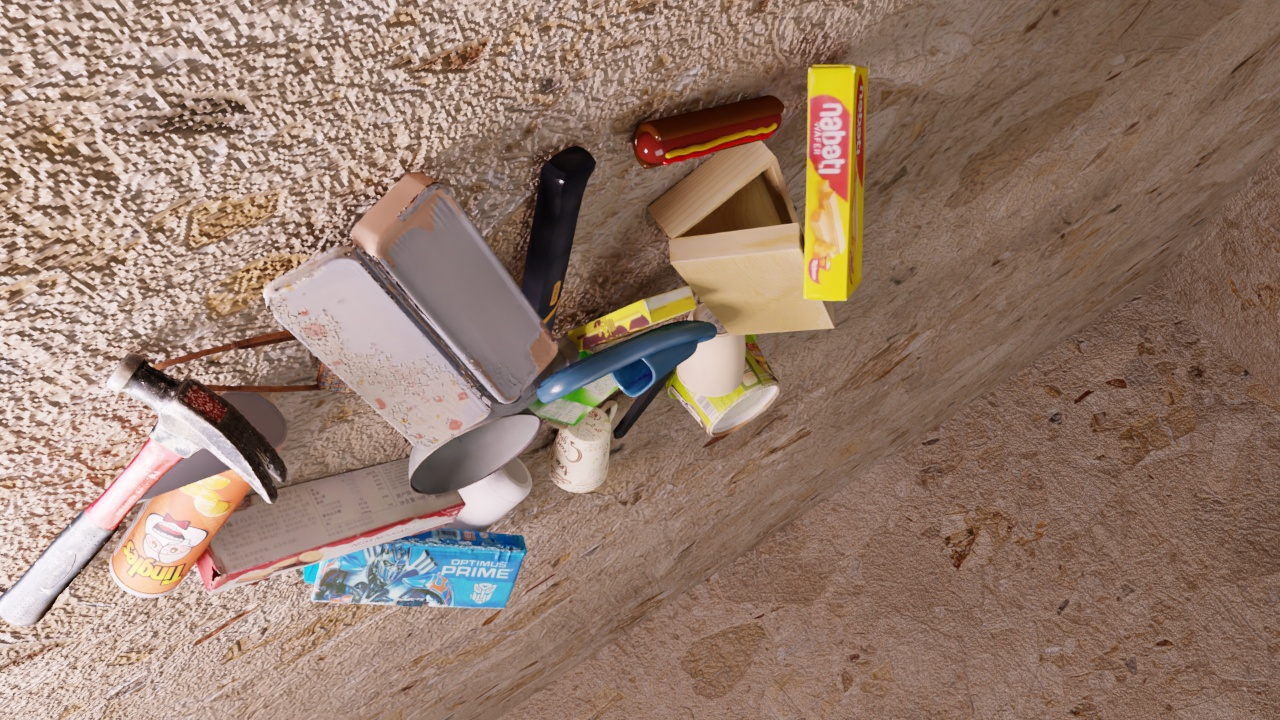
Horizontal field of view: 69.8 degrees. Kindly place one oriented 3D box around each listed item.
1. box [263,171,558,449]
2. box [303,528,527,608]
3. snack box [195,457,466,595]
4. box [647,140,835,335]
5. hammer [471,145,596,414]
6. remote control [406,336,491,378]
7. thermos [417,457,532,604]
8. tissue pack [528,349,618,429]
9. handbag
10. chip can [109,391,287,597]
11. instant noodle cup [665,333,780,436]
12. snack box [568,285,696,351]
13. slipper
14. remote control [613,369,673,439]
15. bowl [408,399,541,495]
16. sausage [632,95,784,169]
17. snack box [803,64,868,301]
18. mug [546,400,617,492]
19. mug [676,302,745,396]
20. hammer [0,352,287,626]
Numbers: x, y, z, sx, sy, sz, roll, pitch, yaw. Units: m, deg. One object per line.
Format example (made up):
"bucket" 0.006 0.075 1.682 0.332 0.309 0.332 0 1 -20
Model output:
"box" -0.164 -0.026 0.704 0.157 0.063 0.216 -32 140 -1
"box" -0.256 0.242 1.069 0.243 0.066 0.091 12 128 -31
"snack box" -0.310 0.160 0.931 0.272 0.076 0.044 -11 151 -47
"box" 0.111 -0.105 0.946 0.141 0.148 0.248 -27 158 11
"hammer" -0.085 -0.062 0.827 0.139 0.035 0.313 -40 161 -38
"remote control" -0.182 -0.002 0.852 0.133 0.022 0.050 -6 144 -51
"thermos" -0.224 0.212 1.147 0.230 0.068 0.101 -41 121 16
"tissue pack" -0.074 0.034 1.065 0.100 0.034 0.114 -42 157 10
"handbag" -0.276 -0.004 0.715 0.195 0.043 0.094 -8 150 -33
"chip can" -0.371 0.115 0.765 0.211 0.062 0.062 -46 156 26
"instant noodle cup" 0.118 0.032 1.252 0.146 0.098 0.146 -30 158 -14
"snack box" -0.011 -0.040 0.932 0.061 0.025 0.149 -19 180 -35
"slipper" -0.006 0.005 0.933 0.213 0.059 0.104 -22 179 -32
"remote control" 0.005 0.050 1.186 0.124 0.010 0.039 -52 163 -18
"bowl" -0.182 0.078 0.966 0.150 0.056 0.151 -27 159 -12
"sausage" 0.060 -0.195 0.780 0.155 0.040 0.040 -21 155 -31
"snack box" 0.176 -0.160 0.823 0.092 0.042 0.201 -36 127 -64
"mug" -0.063 0.097 1.183 0.121 0.081 0.097 -45 161 -39
"mug" 0.096 -0.028 1.137 0.111 0.085 0.104 -55 159 -33
"hammer" -0.409 0.127 0.713 0.140 0.036 0.327 39 118 -24
